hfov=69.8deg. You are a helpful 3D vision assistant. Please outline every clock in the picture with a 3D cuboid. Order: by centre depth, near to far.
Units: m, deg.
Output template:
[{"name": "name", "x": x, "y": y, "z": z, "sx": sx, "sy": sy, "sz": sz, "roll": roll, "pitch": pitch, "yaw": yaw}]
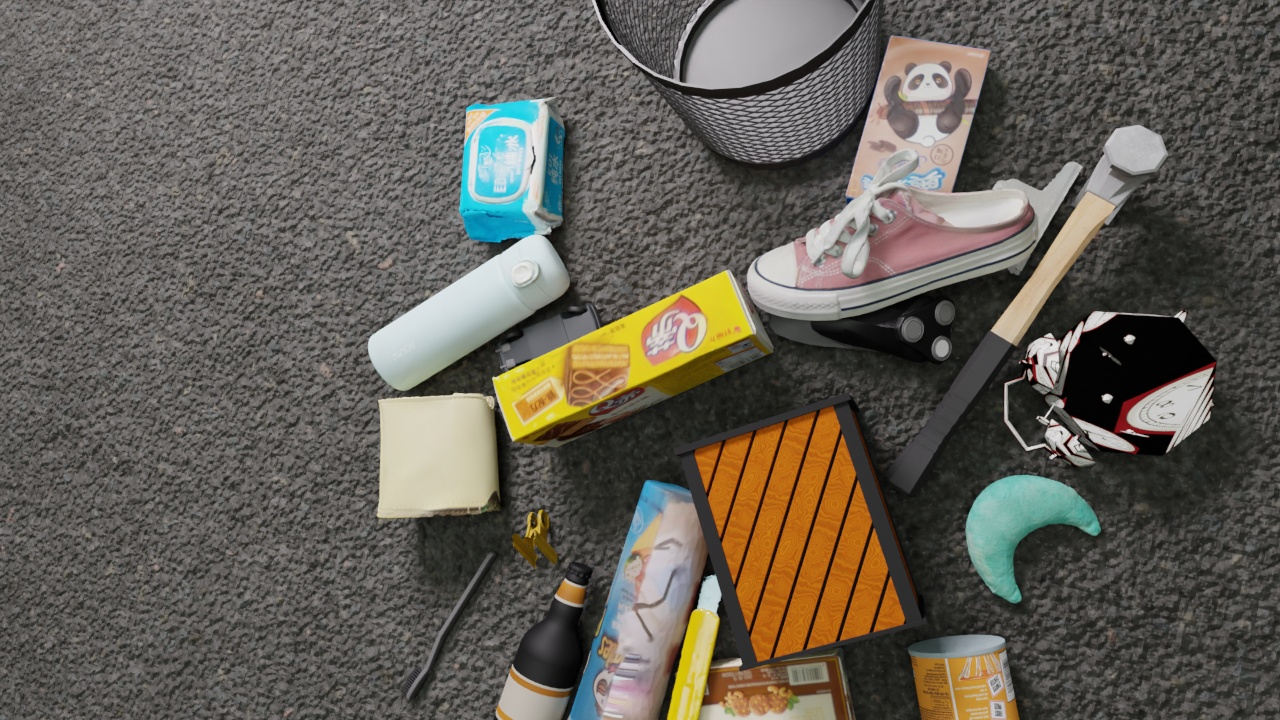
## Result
[{"name": "clock", "x": 0.361, "y": 0.024, "z": 0.712, "sx": 0.155, "sy": 0.065, "sz": 0.114, "roll": -19, "pitch": 94, "yaw": 7}]

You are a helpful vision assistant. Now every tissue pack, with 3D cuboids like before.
[{"name": "tissue pack", "x": -0.124, "y": -0.187, "z": 0.897, "sx": 0.093, "sy": 0.061, "sz": 0.144, "roll": 0, "pitch": 84, "yaw": 16}]

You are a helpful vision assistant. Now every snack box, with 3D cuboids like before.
[{"name": "snack box", "x": 0.112, "y": 0.327, "z": 0.778, "sx": 0.143, "sy": 0.041, "sz": 0.147, "roll": -12, "pitch": 80, "yaw": 15}, {"name": "snack box", "x": 0.243, "y": -0.202, "z": 0.806, "sx": 0.087, "sy": 0.034, "sz": 0.151, "roll": 15, "pitch": 89, "yaw": 17}, {"name": "snack box", "x": -0.005, "y": 0.005, "z": 0.814, "sx": 0.230, "sy": 0.110, "sz": 0.061, "roll": -24, "pitch": 76, "yaw": 12}]

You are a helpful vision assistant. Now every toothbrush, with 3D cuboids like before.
[{"name": "toothbrush", "x": -0.184, "y": 0.256, "z": 0.888, "sx": 0.013, "sy": 0.013, "sz": 0.167, "roll": 34, "pitch": 94, "yaw": 25}]

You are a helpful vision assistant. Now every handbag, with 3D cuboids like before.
[{"name": "handbag", "x": -0.192, "y": 0.094, "z": 0.878, "sx": 0.111, "sy": 0.081, "sz": 0.119, "roll": -4, "pitch": 81, "yaw": 8}]

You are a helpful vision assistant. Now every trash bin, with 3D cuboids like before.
[{"name": "trash bin", "x": 0.132, "y": 0.135, "z": 0.743, "sx": 0.140, "sy": 0.139, "sz": 0.171, "roll": -19, "pitch": 79, "yaw": 13}, {"name": "trash bin", "x": 0.097, "y": -0.283, "z": 0.756, "sx": 0.218, "sy": 0.227, "sz": 0.217, "roll": -2, "pitch": 83, "yaw": 16}]

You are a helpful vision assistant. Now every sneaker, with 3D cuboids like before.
[{"name": "sneaker", "x": 0.195, "y": -0.103, "z": 0.755, "sx": 0.241, "sy": 0.088, "sz": 0.118, "roll": -13, "pitch": 38, "yaw": 23}]

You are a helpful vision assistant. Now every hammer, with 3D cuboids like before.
[{"name": "hammer", "x": 0.301, "y": -0.031, "z": 0.737, "sx": 0.039, "sy": 0.131, "sz": 0.328, "roll": 35, "pitch": 103, "yaw": 17}]

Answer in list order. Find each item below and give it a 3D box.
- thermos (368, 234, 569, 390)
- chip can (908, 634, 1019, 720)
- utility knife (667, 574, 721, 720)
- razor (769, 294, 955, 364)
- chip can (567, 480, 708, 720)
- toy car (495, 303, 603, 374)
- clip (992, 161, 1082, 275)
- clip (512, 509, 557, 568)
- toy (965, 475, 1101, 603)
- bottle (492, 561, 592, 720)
[{"name": "thermos", "x": -0.163, "y": -0.047, "z": 0.886, "sx": 0.207, "sy": 0.077, "sz": 0.065, "roll": -30, "pitch": 88, "yaw": 13}, {"name": "chip can", "x": 0.266, "y": 0.331, "z": 0.715, "sx": 0.075, "sy": 0.075, "sz": 0.215, "roll": -10, "pitch": 81, "yaw": 15}, {"name": "utility knife", "x": 0.045, "y": 0.268, "z": 0.775, "sx": 0.030, "sy": 0.017, "sz": 0.179, "roll": 11, "pitch": 86, "yaw": 15}, {"name": "razor", "x": 0.187, "y": -0.032, "z": 0.795, "sx": 0.156, "sy": 0.060, "sz": 0.057, "roll": 8, "pitch": 97, "yaw": 36}, {"name": "chip can", "x": 0.005, "y": 0.224, "z": 0.804, "sx": 0.080, "sy": 0.079, "sz": 0.229, "roll": 17, "pitch": 89, "yaw": 17}, {"name": "toy car", "x": -0.086, "y": -0.018, "z": 0.880, "sx": 0.112, "sy": 0.034, "sz": 0.046, "roll": -21, "pitch": 78, "yaw": 14}, {"name": "clip", "x": 0.322, "y": -0.130, "z": 0.772, "sx": 0.058, "sy": 0.050, "sz": 0.102, "roll": 30, "pitch": 91, "yaw": 5}, {"name": "clip", "x": -0.094, "y": 0.165, "z": 0.859, "sx": 0.045, "sy": 0.054, "sz": 0.049, "roll": 21, "pitch": 64, "yaw": 37}, {"name": "toy", "x": 0.311, "y": 0.138, "z": 0.749, "sx": 0.105, "sy": 0.033, "sz": 0.085, "roll": -44, "pitch": 85, "yaw": 6}, {"name": "bottle", "x": -0.083, "y": 0.272, "z": 0.833, "sx": 0.059, "sy": 0.059, "sz": 0.181, "roll": 19, "pitch": 89, "yaw": 17}]
